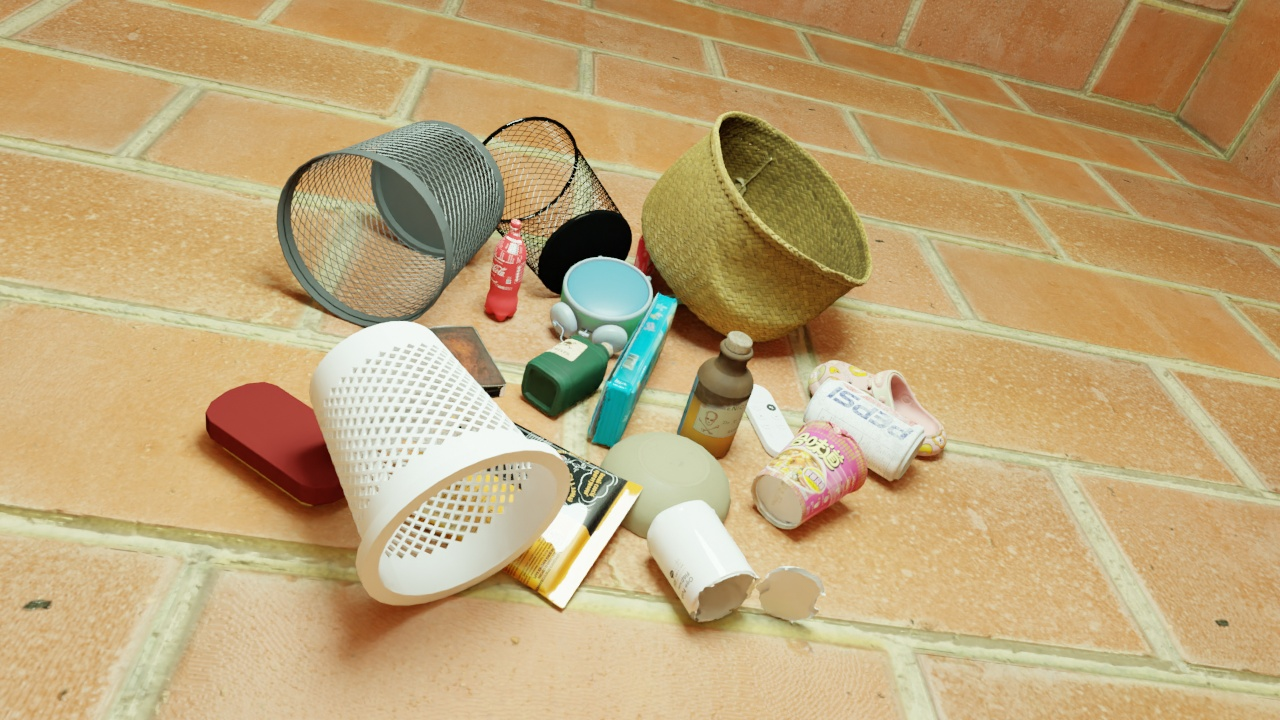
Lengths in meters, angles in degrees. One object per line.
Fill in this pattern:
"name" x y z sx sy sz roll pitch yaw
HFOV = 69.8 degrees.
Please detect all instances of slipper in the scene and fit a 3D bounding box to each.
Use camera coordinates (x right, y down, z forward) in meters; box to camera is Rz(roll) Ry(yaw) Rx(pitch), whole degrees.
"slipper" 0.322 0.047 1.213 0.197 0.082 0.093 31 36 17

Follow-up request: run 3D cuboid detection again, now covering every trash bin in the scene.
"trash bin" -0.199 0.079 0.833 0.195 0.196 0.199 -14 51 -36
"trash bin" -0.125 -0.213 1.318 0.183 0.185 0.210 -10 48 -33
"trash bin" -0.302 -0.187 1.175 0.218 0.218 0.226 20 31 5

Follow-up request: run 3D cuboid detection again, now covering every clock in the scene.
"clock" -0.056 -0.063 1.225 0.122 0.076 0.161 23 48 9

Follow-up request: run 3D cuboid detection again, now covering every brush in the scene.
"brush" -0.351 0.087 0.914 0.173 0.042 0.082 29 36 18

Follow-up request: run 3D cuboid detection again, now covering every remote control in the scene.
"remote control" 0.161 0.076 1.164 0.043 0.013 0.136 2 37 -20

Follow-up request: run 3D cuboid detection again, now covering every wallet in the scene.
"wallet" -0.215 0.001 1.109 0.072 0.019 0.123 -7 41 -30

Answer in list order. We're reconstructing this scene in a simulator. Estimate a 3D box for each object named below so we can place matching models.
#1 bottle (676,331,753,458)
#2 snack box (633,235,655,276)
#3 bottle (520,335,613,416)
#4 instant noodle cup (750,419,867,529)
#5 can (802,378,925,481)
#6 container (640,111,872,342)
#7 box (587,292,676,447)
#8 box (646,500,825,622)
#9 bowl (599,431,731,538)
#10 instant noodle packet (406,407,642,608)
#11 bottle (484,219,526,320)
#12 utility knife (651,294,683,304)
"bottle" 0.093 0.036 1.065 0.068 0.157 0.067 11 35 -8
"snack box" 0.017 -0.169 1.380 0.021 0.089 0.132 17 34 7
"bottle" -0.080 0.010 1.114 0.061 0.061 0.131 34 38 20
"instant noodle cup" 0.184 0.133 1.033 0.098 0.098 0.108 37 48 27
"can" 0.278 0.085 1.143 0.136 0.078 0.078 33 38 22
"container" 0.153 -0.180 1.295 0.306 0.197 0.306 29 39 -28
"box" -0.007 0.006 1.121 0.041 0.094 0.226 21 35 4
"box" 0.093 0.203 0.905 0.141 0.084 0.140 -1 39 -32
"bowl" 0.030 0.128 1.006 0.152 0.051 0.152 11 35 -8
"instant noodle packet" -0.131 0.135 0.930 0.221 0.032 0.159 26 50 14
"bottle" -0.171 -0.117 1.183 0.042 0.142 0.041 11 35 -8
"utility knife" 0.028 -0.084 1.335 0.126 0.015 0.022 -10 44 -28
